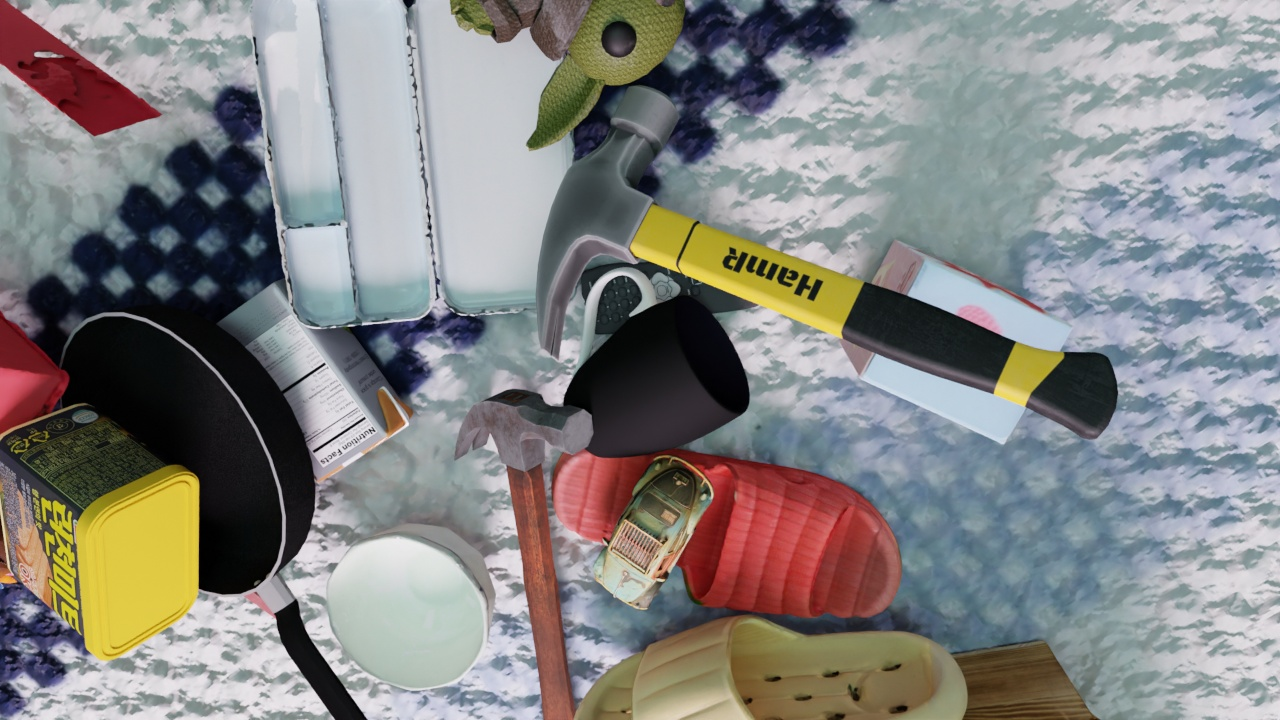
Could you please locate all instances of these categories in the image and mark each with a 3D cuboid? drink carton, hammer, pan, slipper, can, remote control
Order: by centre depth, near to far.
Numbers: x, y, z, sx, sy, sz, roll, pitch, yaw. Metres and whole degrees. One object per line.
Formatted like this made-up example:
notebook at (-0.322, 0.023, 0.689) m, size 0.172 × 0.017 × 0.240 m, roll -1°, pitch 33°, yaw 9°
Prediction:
hammer at (0.086, -0.034, 0.497) m, size 0.325 × 0.034 × 0.169 m, roll 24°, pitch 82°, yaw 23°
can at (-0.348, 0.107, 0.587) m, size 0.101 × 0.072 × 0.131 m, roll 29°, pitch 122°, yaw 20°
remote control at (0.023, -0.048, 0.599) m, size 0.124 × 0.009 × 0.046 m, roll -10°, pitch 104°, yaw 8°
slipper at (0.074, 0.206, 0.600) m, size 0.262 × 0.111 × 0.079 m, roll -9°, pitch 114°, yaw 13°
pan at (-0.258, 0.123, 0.613) m, size 0.205 × 0.044 × 0.355 m, roll -31°, pitch 95°, yaw 35°
slipper at (0.057, 0.116, 0.615) m, size 0.249 × 0.059 × 0.104 m, roll 17°, pitch 106°, yaw 2°
drink carton at (-0.220, 0.011, 0.618) m, size 0.076 × 0.048 × 0.125 m, roll -32°, pitch 100°, yaw 12°
hammer at (-0.068, 0.161, 0.636) m, size 0.111 × 0.028 × 0.301 m, roll 13°, pitch 118°, yaw 39°

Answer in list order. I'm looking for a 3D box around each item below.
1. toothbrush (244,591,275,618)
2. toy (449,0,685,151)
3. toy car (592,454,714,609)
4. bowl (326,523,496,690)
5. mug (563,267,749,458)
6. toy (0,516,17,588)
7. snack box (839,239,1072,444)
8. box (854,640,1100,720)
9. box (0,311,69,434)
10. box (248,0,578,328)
toothbrush at (-0.325, 0.149, 0.683) m, size 0.184 × 0.015 × 0.015 m, roll 40°, pitch 112°, yaw -7°
toy at (-0.041, -0.224, 0.513) m, size 0.152 × 0.078 × 0.179 m, roll 41°, pitch 87°, yaw -18°
toy car at (0.002, 0.113, 0.578) m, size 0.047 × 0.047 × 0.112 m, roll 33°, pitch 113°, yaw 16°
bowl at (-0.152, 0.164, 0.643) m, size 0.117 × 0.061 × 0.117 m, roll 3°, pitch 105°, yaw 11°
mug at (-0.003, 0.003, 0.582) m, size 0.100 × 0.084 × 0.119 m, roll -30°, pitch 89°, yaw 25°
toy at (-0.464, 0.152, 0.688) m, size 0.090 × 0.070 × 0.103 m, roll -32°, pitch 123°, yaw 25°
snack box at (0.183, -0.015, 0.548) m, size 0.093 × 0.094 × 0.079 m, roll 25°, pitch 106°, yaw -1°
box at (0.218, 0.372, 0.567) m, size 0.270 × 0.263 × 0.279 m, roll -13°, pitch 101°, yaw 7°
box at (-0.585, 0.116, 0.535) m, size 0.214 × 0.138 × 0.466 m, roll 36°, pitch 74°, yaw 18°
box at (-0.135, -0.127, 0.570) m, size 0.190 × 0.037 × 0.209 m, roll -8°, pitch 105°, yaw -12°
